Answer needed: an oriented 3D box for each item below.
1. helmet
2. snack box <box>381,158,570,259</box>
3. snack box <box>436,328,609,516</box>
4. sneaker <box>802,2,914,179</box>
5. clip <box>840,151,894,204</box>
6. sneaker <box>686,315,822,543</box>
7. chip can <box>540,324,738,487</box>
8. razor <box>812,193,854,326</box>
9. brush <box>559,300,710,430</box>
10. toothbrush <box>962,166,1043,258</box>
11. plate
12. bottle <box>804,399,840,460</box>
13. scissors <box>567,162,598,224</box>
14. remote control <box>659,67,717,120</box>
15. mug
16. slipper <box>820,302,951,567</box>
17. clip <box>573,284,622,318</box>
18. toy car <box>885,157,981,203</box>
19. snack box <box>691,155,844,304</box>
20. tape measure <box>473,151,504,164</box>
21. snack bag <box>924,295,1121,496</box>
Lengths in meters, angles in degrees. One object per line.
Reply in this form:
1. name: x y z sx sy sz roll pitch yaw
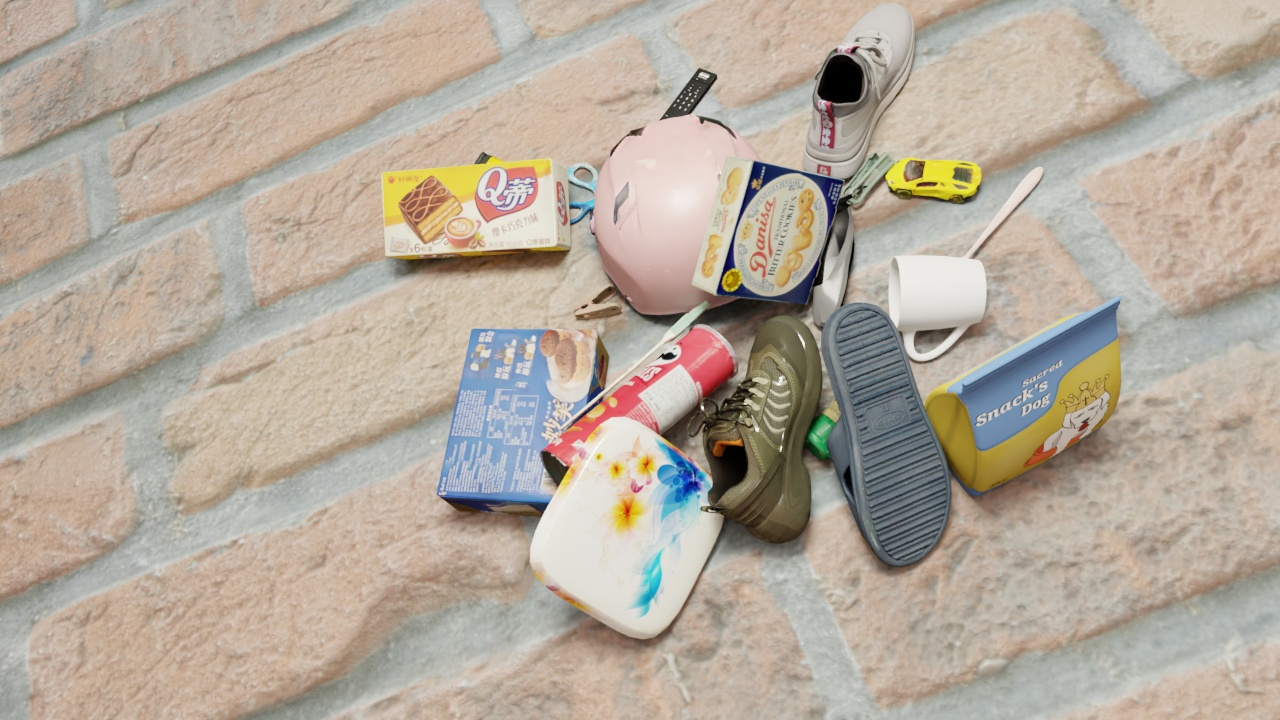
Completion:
1. helmet: 0.045 -0.188 1.071 0.230 0.152 0.255 -8 61 11
2. snack box: -0.207 -0.189 1.158 0.230 0.061 0.110 -2 92 13
3. snack box: -0.127 0.068 1.031 0.155 0.069 0.202 1 66 14
4. sneaker: 0.262 -0.354 1.107 0.097 0.129 0.262 19 69 20
5. clip: 0.266 -0.218 1.100 0.078 0.023 0.049 -46 23 1
6. sneaker: 0.099 0.058 0.934 0.142 0.101 0.237 16 68 -25
7. chip can: 0.001 0.054 0.966 0.073 0.073 0.232 37 60 26
8. razor: 0.216 -0.113 1.045 0.057 0.060 0.156 -16 72 54
9. brush: -0.006 0.006 0.993 0.217 0.033 0.012 -41 88 -17
10. toothbrush: 0.405 -0.157 1.041 0.016 0.018 0.181 36 75 25
11. plate: -0.003 0.167 0.907 0.016 0.187 0.186 -2 55 60
12. bottle: 0.220 0.056 0.968 0.111 0.043 0.043 -40 62 -8
13. scissors: -0.055 -0.199 1.177 0.140 0.013 0.114 31 75 22
14. remote control: 0.052 -0.332 1.214 0.030 0.009 0.140 28 74 24
15. mug: 0.318 -0.056 0.986 0.088 0.081 0.114 -1 96 7
16. slipper: 0.233 0.071 0.913 0.101 0.082 0.263 -16 96 -11
17. clip: -0.052 -0.072 1.107 0.060 0.024 0.039 -8 63 14
18. toy car: 0.342 -0.214 1.075 0.107 0.030 0.049 7 68 18
19. snack box: 0.137 -0.136 0.982 0.042 0.144 0.144 34 116 48
20. tape measure: -0.197 -0.234 1.212 0.064 0.037 0.065 27 88 26
21. snack bag: 0.357 0.027 0.854 0.159 0.205 0.102 -29 61 -1
